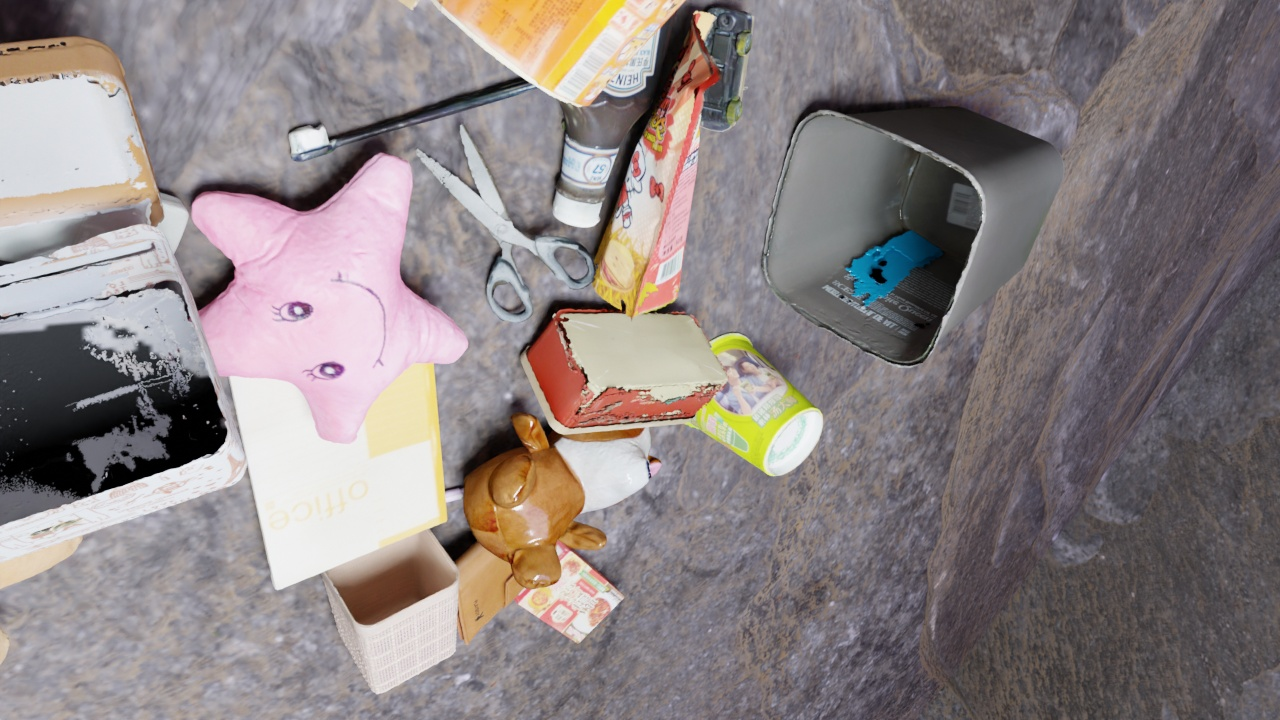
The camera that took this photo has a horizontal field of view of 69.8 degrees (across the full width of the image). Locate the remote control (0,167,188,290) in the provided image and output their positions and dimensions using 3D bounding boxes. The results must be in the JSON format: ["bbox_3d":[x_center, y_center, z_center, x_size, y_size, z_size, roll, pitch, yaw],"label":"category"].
[{"bbox_3d":[-0.315,-0.078,0.467,0.149,0.021,0.058,16,116,-50],"label":"remote control"}]

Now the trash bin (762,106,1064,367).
[{"bbox_3d":[0.266,-0.136,0.873,0.219,0.199,0.199,-24,137,-40],"label":"trash bin"}]

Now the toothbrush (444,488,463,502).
[{"bbox_3d":[-0.129,0.111,0.817,0.189,0.020,0.029,-8,84,-41],"label":"toothbrush"}]

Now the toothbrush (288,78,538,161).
[{"bbox_3d":[-0.135,-0.159,0.584,0.180,0.016,0.018,-25,127,-28],"label":"toothbrush"}]

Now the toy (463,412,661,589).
[{"bbox_3d":[-0.054,0.096,0.796,0.199,0.131,0.140,-34,121,-46],"label":"toy"}]

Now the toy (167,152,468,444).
[{"bbox_3d":[-0.205,-0.024,0.578,0.178,0.074,0.195,-21,128,-17],"label":"toy"}]

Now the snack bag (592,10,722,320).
[{"bbox_3d":[0.019,-0.139,0.681,0.073,0.128,0.208,13,127,-6],"label":"snack bag"}]

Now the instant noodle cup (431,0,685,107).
[{"bbox_3d":[-0.046,-0.223,0.510,0.112,0.151,0.151,-50,144,18],"label":"instant noodle cup"}]

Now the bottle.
[{"bbox_3d":[-0.025,-0.189,0.646,0.079,0.044,0.195,-12,130,-41],"label":"bottle"}]

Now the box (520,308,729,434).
[{"bbox_3d":[-0.005,0.004,0.776,0.168,0.091,0.077,-2,145,-44],"label":"box"}]

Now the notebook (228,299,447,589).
[{"bbox_3d":[-0.216,0.064,0.679,0.145,0.010,0.207,-19,126,-33],"label":"notebook"}]

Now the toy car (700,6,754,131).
[{"bbox_3d":[0.064,-0.223,0.706,0.035,0.042,0.091,-36,140,-54],"label":"toy car"}]

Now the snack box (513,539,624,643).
[{"bbox_3d":[-0.077,0.249,0.980,0.075,0.025,0.153,-44,143,-8],"label":"snack box"}]

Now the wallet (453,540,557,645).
[{"bbox_3d":[-0.127,0.188,0.850,0.131,0.031,0.108,-40,149,-36],"label":"wallet"}]

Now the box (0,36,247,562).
[{"bbox_3d":[-0.288,-0.004,0.404,0.180,0.158,0.206,-17,164,-24],"label":"box"}]

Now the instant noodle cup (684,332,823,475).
[{"bbox_3d":[0.113,0.051,0.921,0.111,0.123,0.112,-26,137,-27],"label":"instant noodle cup"}]

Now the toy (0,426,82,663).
[{"bbox_3d":[-0.386,0.093,0.501,0.226,0.082,0.143,-56,147,3],"label":"toy"}]

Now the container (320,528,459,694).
[{"bbox_3d":[-0.206,0.205,0.766,0.089,0.090,0.111,-23,138,-31],"label":"container"}]

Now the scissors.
[{"bbox_3d":[-0.099,-0.090,0.666,0.163,0.014,0.166,7,130,-29],"label":"scissors"}]

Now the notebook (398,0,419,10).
[{"bbox_3d":[-0.154,-0.295,0.453,0.211,0.012,0.149,23,104,-52],"label":"notebook"}]
